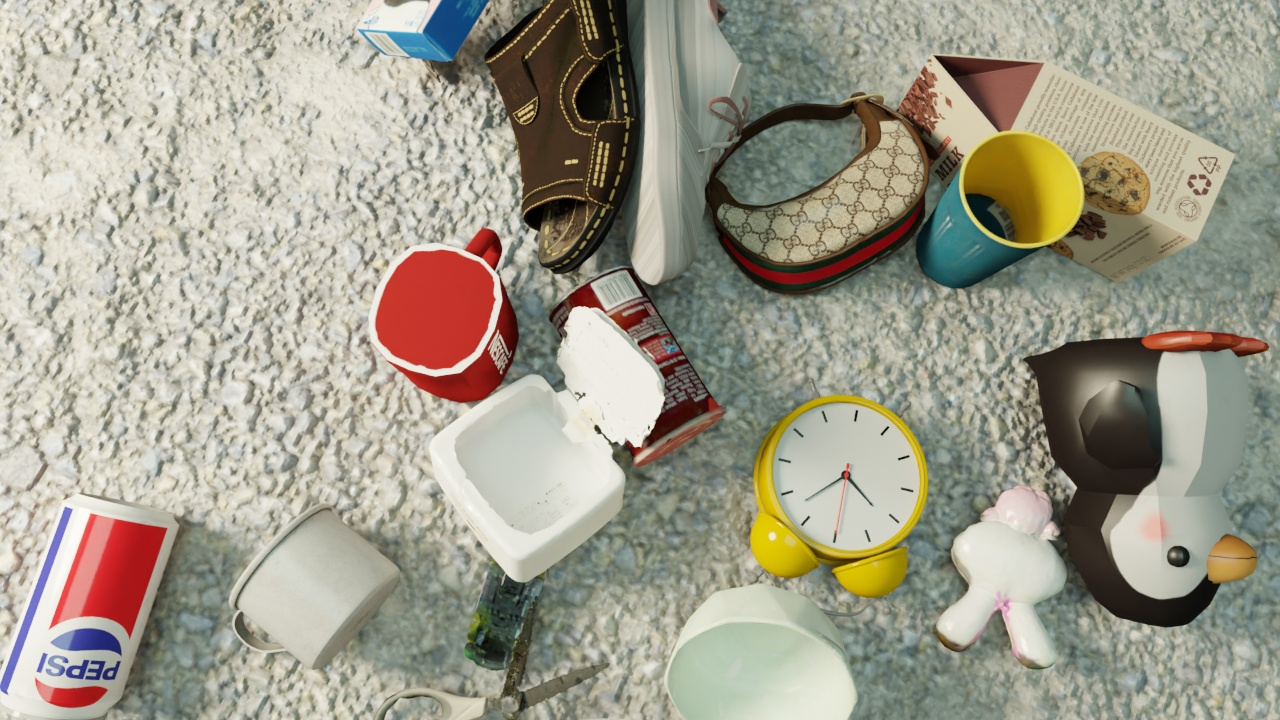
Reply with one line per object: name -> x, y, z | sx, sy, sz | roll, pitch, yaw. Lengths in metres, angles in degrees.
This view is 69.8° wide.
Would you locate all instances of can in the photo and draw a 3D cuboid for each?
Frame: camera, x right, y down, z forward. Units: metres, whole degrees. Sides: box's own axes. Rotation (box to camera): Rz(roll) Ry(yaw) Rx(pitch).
can -> -0.352, 0.156, 0.587 | 0.070, 0.070, 0.132 | 13, 78, 2

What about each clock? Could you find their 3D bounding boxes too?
clock -> 0.133, 0.094, 0.621 | 0.113, 0.052, 0.151 | 13, 74, 2

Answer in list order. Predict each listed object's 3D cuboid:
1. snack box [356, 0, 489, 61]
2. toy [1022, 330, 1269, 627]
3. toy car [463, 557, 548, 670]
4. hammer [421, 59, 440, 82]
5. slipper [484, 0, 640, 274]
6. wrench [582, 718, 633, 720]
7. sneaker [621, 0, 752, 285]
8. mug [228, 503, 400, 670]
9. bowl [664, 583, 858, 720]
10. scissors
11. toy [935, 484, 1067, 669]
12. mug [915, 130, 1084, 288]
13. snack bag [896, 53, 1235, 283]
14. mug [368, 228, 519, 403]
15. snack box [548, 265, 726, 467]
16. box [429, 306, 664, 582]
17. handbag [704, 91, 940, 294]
snack box -> -0.128, -0.283, 0.644 | 0.088, 0.033, 0.154 | 21, 79, 41
toy -> 0.322, 0.078, 0.603 | 0.158, 0.140, 0.184 | 3, 86, -42
toy car -> -0.088, 0.161, 0.613 | 0.039, 0.027, 0.089 | 17, 80, 1
hammer -> -0.036, -0.295, 0.697 | 0.314, 0.035, 0.137 | -6, 79, 2
slipper -> -0.058, -0.194, 0.624 | 0.075, 0.113, 0.267 | 2, 87, -33
wrench -> 0.091, 0.261, 0.577 | 0.273, 0.084, 0.018 | 11, 54, -4
sneaker -> 0.038, -0.163, 0.638 | 0.089, 0.099, 0.235 | 3, 73, -15
mug -> -0.214, 0.155, 0.591 | 0.070, 0.084, 0.113 | 38, 109, 4
bowl -> 0.077, 0.187, 0.583 | 0.117, 0.061, 0.118 | 4, 119, 8
scissors -> -0.097, 0.234, 0.591 | 0.157, 0.012, 0.171 | 1, 89, 8
toy -> 0.249, 0.143, 0.619 | 0.079, 0.038, 0.122 | 16, 78, 15
mug -> 0.235, -0.094, 0.627 | 0.078, 0.121, 0.078 | 0, 78, -1
snack bag -> 0.284, -0.146, 0.652 | 0.206, 0.094, 0.069 | 29, 79, 5
mug -> -0.123, -0.037, 0.620 | 0.080, 0.097, 0.116 | 19, 78, 3
snack box -> -0.004, 0.004, 0.627 | 0.072, 0.072, 0.121 | -30, 79, -7
box -> -0.048, 0.045, 0.578 | 0.151, 0.132, 0.107 | -35, 73, -20
handbag -> 0.130, -0.131, 0.667 | 0.166, 0.063, 0.138 | -29, 69, 0
